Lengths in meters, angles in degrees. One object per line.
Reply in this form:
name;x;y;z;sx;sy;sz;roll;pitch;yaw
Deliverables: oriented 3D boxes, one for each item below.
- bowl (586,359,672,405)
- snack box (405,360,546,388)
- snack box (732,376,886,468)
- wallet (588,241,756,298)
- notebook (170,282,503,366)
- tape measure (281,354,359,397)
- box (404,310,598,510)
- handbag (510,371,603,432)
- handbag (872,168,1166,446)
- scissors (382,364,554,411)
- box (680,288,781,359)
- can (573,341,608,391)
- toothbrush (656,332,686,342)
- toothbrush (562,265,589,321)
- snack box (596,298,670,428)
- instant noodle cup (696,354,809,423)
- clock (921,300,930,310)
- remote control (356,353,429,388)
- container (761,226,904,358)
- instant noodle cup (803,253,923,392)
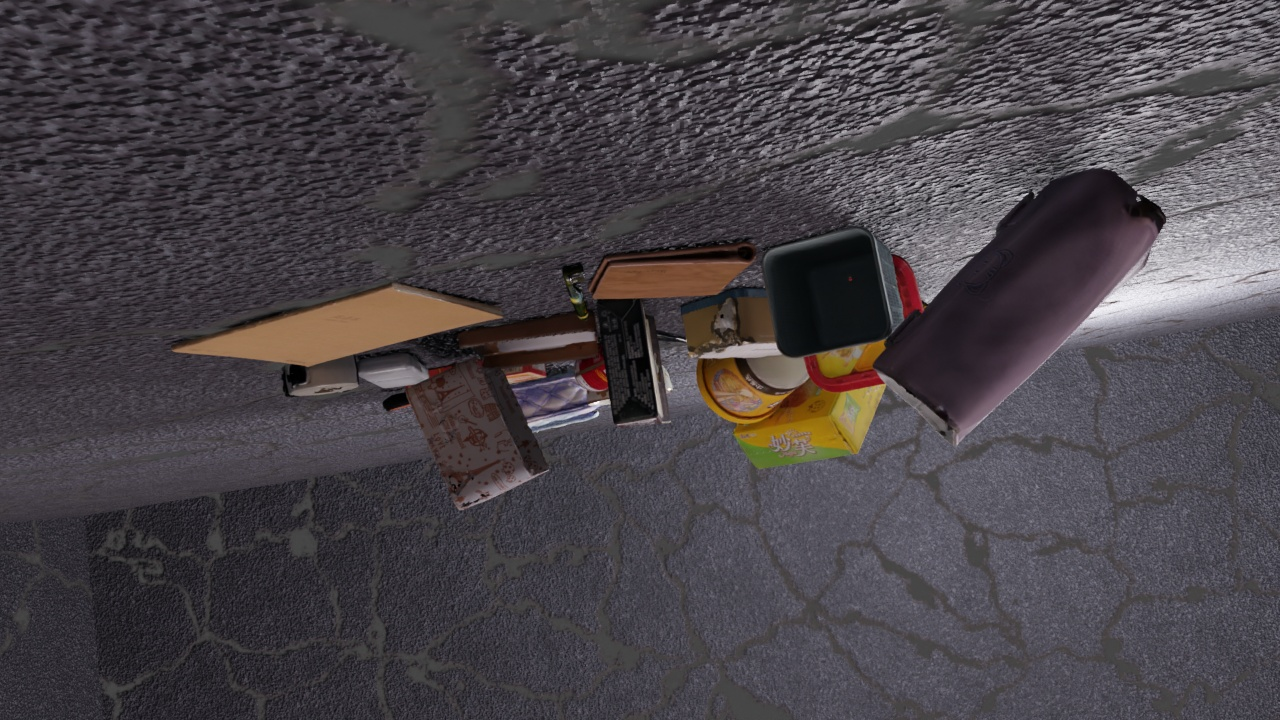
bowl;-0.017;0.020;1.197;0.113;0.062;0.113;-8;174;-1
snack box;-0.195;0.018;1.090;0.153;0.025;0.075;-10;174;8
snack box;0.232;0.039;1.203;0.158;0.070;0.209;-16;-150;44
wallet;0.022;-0.068;0.715;0.115;0.020;0.101;-5;171;-10
notebook;-0.239;-0.026;0.737;0.212;0.012;0.149;-12;171;21
tape measure;-0.304;0.014;0.878;0.065;0.033;0.066;-7;173;-35
box;-0.112;0.037;0.932;0.193;0.156;0.183;-24;176;-2
handbag;-0.154;0.067;1.278;0.193;0.075;0.134;-12;177;-17
handbag;0.266;-0.037;0.661;0.197;0.098;0.145;-46;168;6
scissors;-0.228;0.032;1.209;0.221;0.021;0.211;-13;178;-16
box;0.129;-0.037;0.952;0.090;0.059;0.183;-15;173;41
can;-0.033;0.002;1.058;0.053;0.053;0.133;-6;172;-24
toothbrush;0.041;-0.023;1.119;0.016;0.018;0.181;-9;172;24
toothbrush;-0.050;-0.053;0.758;0.017;0.012;0.186;-17;173;-2
snack box;-0.005;0.005;0.871;0.053;0.113;0.126;-9;173;1
instant noodle cup;0.142;0.005;1.106;0.118;0.118;0.115;-7;164;-21
clock;0.327;-0.043;1.123;0.082;0.055;0.122;2;148;-46
remote control;-0.259;0.011;0.965;0.056;0.020;0.136;-8;173;-5
container;0.164;-0.052;0.751;0.090;0.090;0.111;-12;175;25
instant noodle cup;0.216;-0.040;0.866;0.116;0.116;0.123;-14;-176;29
